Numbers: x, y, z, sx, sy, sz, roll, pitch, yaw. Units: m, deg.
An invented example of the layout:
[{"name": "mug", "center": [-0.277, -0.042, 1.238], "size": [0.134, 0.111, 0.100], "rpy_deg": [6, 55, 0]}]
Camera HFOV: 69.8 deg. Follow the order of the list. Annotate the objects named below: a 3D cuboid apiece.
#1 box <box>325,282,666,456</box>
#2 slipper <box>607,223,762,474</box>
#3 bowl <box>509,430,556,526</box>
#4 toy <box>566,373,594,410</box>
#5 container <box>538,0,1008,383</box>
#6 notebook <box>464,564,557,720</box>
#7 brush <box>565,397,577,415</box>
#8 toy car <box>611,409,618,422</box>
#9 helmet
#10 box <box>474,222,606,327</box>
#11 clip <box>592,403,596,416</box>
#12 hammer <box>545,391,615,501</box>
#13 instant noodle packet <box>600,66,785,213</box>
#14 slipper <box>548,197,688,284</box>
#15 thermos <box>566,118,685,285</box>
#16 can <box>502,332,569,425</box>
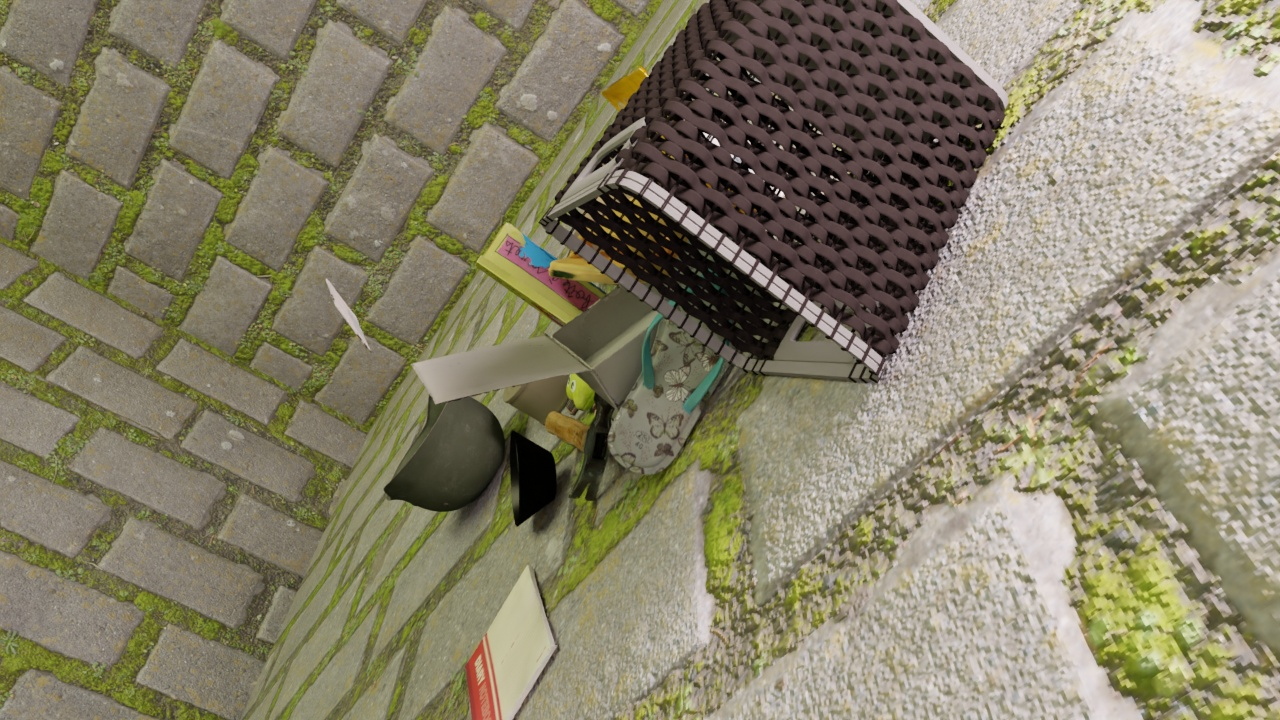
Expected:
[{"name": "box", "center": [-0.114, 0.010, 0.987], "size": [0.418, 0.108, 0.166], "rpy_deg": [-25, 21, -14]}, {"name": "slipper", "center": [0.051, -0.010, 0.905], "size": [0.054, 0.098, 0.269], "rpy_deg": [-58, -9, -89]}, {"name": "bowl", "center": [-0.137, 0.151, 1.190], "size": [0.124, 0.052, 0.124], "rpy_deg": [177, 91, -77]}, {"name": "toy", "center": [-0.066, 0.008, 1.266], "size": [0.118, 0.043, 0.092], "rpy_deg": [-66, 21, 6]}, {"name": "container", "center": [0.105, -0.153, 0.750], "size": [0.243, 0.245, 0.248], "rpy_deg": [-58, 17, -9]}, {"name": "notebook", "center": [-0.149, 0.332, 1.023], "size": [0.153, 0.012, 0.209], "rpy_deg": [-59, 17, 2]}, {"name": "brush", "center": [-0.072, 0.015, 1.329], "size": [0.136, 0.015, 0.050], "rpy_deg": [-58, 16, 2]}, {"name": "toy car", "center": [-0.016, 0.059, 1.077], "size": [0.048, 0.033, 0.105], "rpy_deg": [-60, 16, 1]}, {"name": "helmet", "center": [-0.319, 0.161, 1.534], "size": [0.269, 0.154, 0.226], "rpy_deg": [-39, 25, 38]}, {"name": "box", "center": [-0.133, -0.107, 1.342], "size": [0.079, 0.221, 0.124], "rpy_deg": [-58, 14, -4]}, {"name": "clip", "center": [-0.036, 0.053, 1.156], "size": [0.061, 0.025, 0.045], "rpy_deg": [-51, 19, 14]}, {"name": "hammer", "center": [-0.085, 0.094, 1.173], "size": [0.331, 0.033, 0.132], "rpy_deg": [-177, 96, -76]}, {"name": "instant noodle packet", "center": [0.062, -0.261, 1.076], "size": [0.084, 0.221, 0.163], "rpy_deg": [-56, 18, -3]}, {"name": "slipper", "center": [0.021, -0.134, 0.981], "size": [0.100, 0.262, 0.078], "rpy_deg": [21, 119, 43]}, {"name": "thermos", "center": [0.002, -0.213, 1.272], "size": [0.226, 0.172, 0.173], "rpy_deg": [-64, 17, 4]}, {"name": "can", "center": [-0.151, 0.028, 1.428], "size": [0.128, 0.073, 0.127], "rpy_deg": [-51, 19, 25]}]
